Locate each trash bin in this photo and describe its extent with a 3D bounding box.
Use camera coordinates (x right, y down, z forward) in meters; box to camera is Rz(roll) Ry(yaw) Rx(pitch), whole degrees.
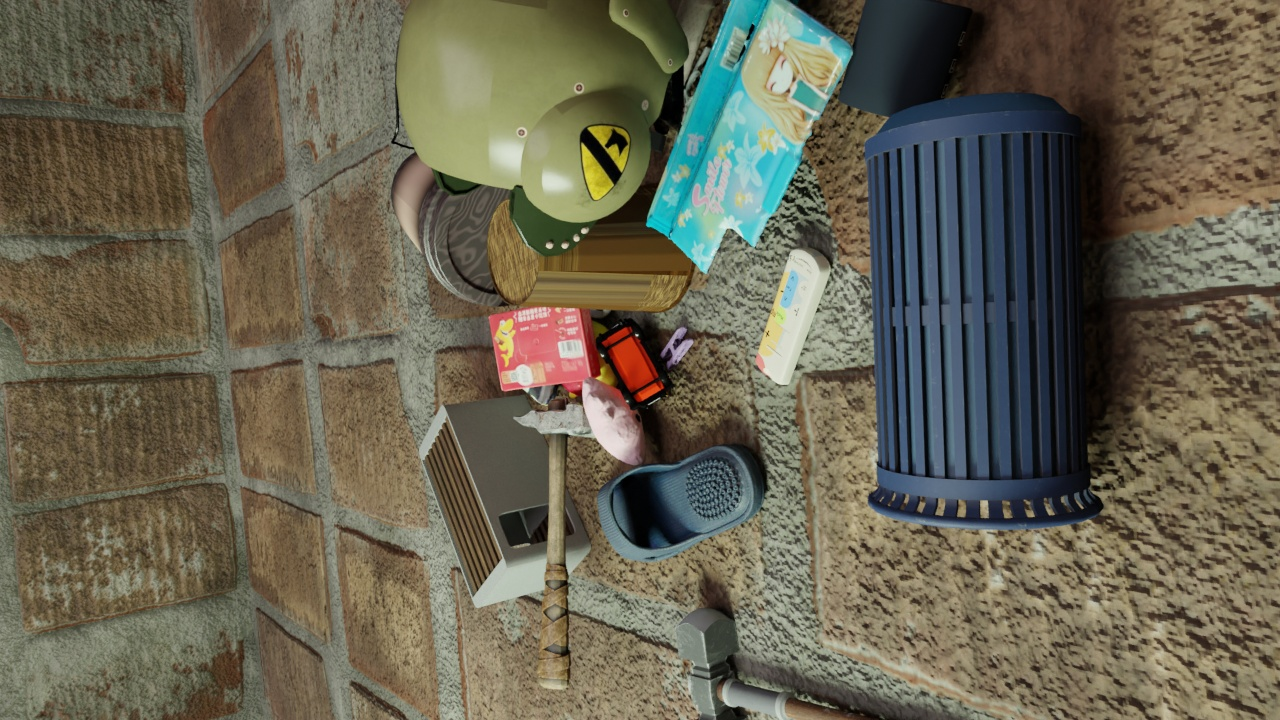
[{"bbox_3d":[0.211,-0.031,0.581,0.139,0.139,0.249,1,94,54],"label":"trash bin"},{"bbox_3d":[-0.175,0.172,1.151,0.115,0.114,0.228,-54,54,43],"label":"trash bin"}]

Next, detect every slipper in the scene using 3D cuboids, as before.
[{"bbox_3d":[0.015,0.151,0.921,0.264,0.082,0.101,-29,74,51],"label":"slipper"}]

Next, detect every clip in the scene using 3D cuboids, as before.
[{"bbox_3d":[0.038,-0.009,0.923,0.053,0.013,0.037,-36,67,53],"label":"clip"}]

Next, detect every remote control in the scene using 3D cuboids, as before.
[{"bbox_3d":[0.130,-0.037,0.789,0.038,0.018,0.126,44,131,41],"label":"remote control"}]

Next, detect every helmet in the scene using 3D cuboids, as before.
[{"bbox_3d":[-0.070,-0.226,0.756,0.250,0.255,0.233,36,125,46],"label":"helmet"}]

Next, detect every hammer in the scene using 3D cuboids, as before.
[{"bbox_3d":[0.155,0.308,0.796,0.323,0.043,0.156,-9,88,51],"label":"hammer"},{"bbox_3d":[-0.095,0.200,1.029,0.122,0.048,0.318,-10,74,40],"label":"hammer"}]

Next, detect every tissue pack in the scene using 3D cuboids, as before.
[{"bbox_3d":[-0.016,-0.329,0.892,0.181,0.071,0.104,43,121,40],"label":"tissue pack"}]

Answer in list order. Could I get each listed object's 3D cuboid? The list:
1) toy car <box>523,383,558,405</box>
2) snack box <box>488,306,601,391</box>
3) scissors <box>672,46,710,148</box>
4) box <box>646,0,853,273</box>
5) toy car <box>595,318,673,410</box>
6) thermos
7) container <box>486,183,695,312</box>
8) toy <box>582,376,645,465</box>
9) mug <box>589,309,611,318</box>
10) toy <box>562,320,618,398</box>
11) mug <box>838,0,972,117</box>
[{"bbox_3d":[-0.138,0.015,1.147,0.105,0.033,0.048,41,128,44],"label":"toy car"},{"bbox_3d":[-0.107,-0.017,1.012,0.133,0.021,0.089,-8,94,36],"label":"snack box"},{"bbox_3d":[0.041,-0.207,0.858,0.090,0.014,0.171,-28,56,56],"label":"scissors"},{"bbox_3d":[0.074,-0.191,0.747,0.172,0.083,0.228,-96,23,-50],"label":"box"},{"bbox_3d":[-0.005,0.005,0.948,0.100,0.051,0.049,60,-177,26],"label":"toy car"},{"bbox_3d":[-0.207,-0.177,1.107,0.226,0.172,0.173,36,123,52],"label":"thermos"},{"bbox_3d":[-0.052,-0.107,0.896,0.132,0.167,0.132,12,105,52],"label":"container"},{"bbox_3d":[-0.032,0.055,0.960,0.096,0.053,0.099,56,-175,-41],"label":"toy"},{"bbox_3d":[-0.071,-0.097,1.015,0.076,0.074,0.112,6,127,53],"label":"mug"},{"bbox_3d":[-0.075,-0.004,1.042,0.137,0.067,0.106,27,120,35],"label":"toy"},{"bbox_3d":[0.180,-0.221,0.656,0.105,0.071,0.078,-118,36,-60],"label":"mug"}]
